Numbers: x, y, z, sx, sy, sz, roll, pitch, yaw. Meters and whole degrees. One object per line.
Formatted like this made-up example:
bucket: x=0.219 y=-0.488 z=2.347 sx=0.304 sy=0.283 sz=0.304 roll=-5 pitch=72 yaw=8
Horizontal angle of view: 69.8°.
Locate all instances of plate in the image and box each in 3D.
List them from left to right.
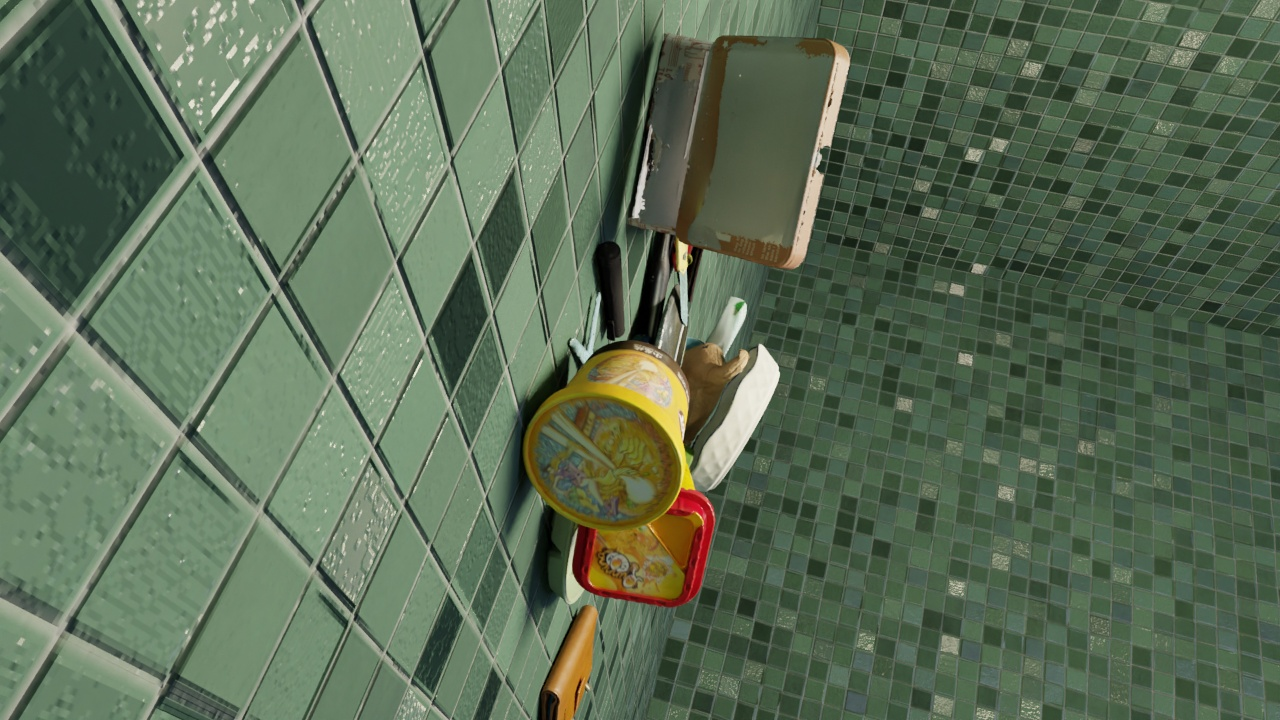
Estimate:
plate: x=-0.047 y=0.125 z=0.908 sx=0.230 sy=0.027 sz=0.230 roll=15 pitch=89 yaw=-81
plate: x=0.034 y=0.001 z=1.050 sx=0.179 sy=0.024 sz=0.179 roll=13 pitch=89 yaw=-82
plate: x=0.111 y=0.077 z=1.142 sx=0.204 sy=0.045 sz=0.205 roll=-60 pitch=177 yaw=-5

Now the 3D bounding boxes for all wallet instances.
wallet: x=-0.082 y=0.365 z=1.046 sx=0.130 sy=0.035 sz=0.119 roll=-61 pitch=157 yaw=-56
wallet: x=0.067 y=-0.146 z=1.108 sx=0.096 sy=0.020 sz=0.123 roll=-93 pitch=-167 yaw=-47

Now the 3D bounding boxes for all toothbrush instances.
toothbrush: x=0.018 y=-0.093 z=0.989 sx=0.026 sy=0.027 sz=0.213 roll=39 pitch=-53 yaw=51

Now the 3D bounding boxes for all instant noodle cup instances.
instant noodle cup: x=-0.017 y=0.050 z=0.702 sx=0.114 sy=0.118 sz=0.119 roll=-65 pitch=166 yaw=-61
instant noodle cup: x=0.003 y=0.146 z=0.839 sx=0.123 sy=0.116 sz=0.116 roll=-85 pitch=-175 yaw=-71

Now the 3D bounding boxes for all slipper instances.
slipper: x=0.072 y=0.000 z=1.280 sx=0.103 sy=0.074 sz=0.246 roll=-58 pitch=177 yaw=-46

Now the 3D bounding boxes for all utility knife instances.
utility knife: x=0.044 y=-0.140 z=0.991 sx=0.030 sy=0.021 sz=0.208 roll=-19 pitch=115 yaw=-62

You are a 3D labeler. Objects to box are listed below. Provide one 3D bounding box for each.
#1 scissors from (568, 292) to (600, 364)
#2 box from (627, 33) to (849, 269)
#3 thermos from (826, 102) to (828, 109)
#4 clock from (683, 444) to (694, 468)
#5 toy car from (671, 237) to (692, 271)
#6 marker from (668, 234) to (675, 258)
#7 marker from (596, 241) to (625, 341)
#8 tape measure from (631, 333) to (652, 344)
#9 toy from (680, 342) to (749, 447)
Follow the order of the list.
scissors: x=-0.046 y=0.010 z=0.787 sx=0.133 sy=0.017 sz=0.131 roll=56 pitch=51 yaw=-72
box: x=0.070 y=-0.191 z=0.811 sx=0.271 sy=0.132 sz=0.179 roll=-136 pitch=-125 yaw=-68
thermos: x=0.125 y=-0.238 z=0.983 sx=0.242 sy=0.068 sz=0.090 roll=-151 pitch=-118 yaw=-75
clock: x=0.004 y=0.154 z=1.092 sx=0.162 sy=0.056 sz=0.115 roll=-59 pitch=180 yaw=33
toy car: x=0.051 y=-0.151 z=1.063 sx=0.049 sy=0.031 sz=0.106 roll=-92 pitch=-167 yaw=-48
marker: x=0.029 y=-0.136 z=1.010 sx=0.015 sy=0.018 sz=0.124 roll=-8 pitch=112 yaw=-75
marker: x=-0.025 y=-0.058 z=0.798 sx=0.022 sy=0.020 sz=0.132 roll=-58 pitch=165 yaw=-24
tape measure: x=-0.006 y=0.006 z=0.986 sx=0.054 sy=0.025 sz=0.058 roll=-58 pitch=156 yaw=-57
toy: x=0.066 y=0.038 z=1.158 sx=0.143 sy=0.082 sz=0.227 roll=-87 pitch=-160 yaw=-43
